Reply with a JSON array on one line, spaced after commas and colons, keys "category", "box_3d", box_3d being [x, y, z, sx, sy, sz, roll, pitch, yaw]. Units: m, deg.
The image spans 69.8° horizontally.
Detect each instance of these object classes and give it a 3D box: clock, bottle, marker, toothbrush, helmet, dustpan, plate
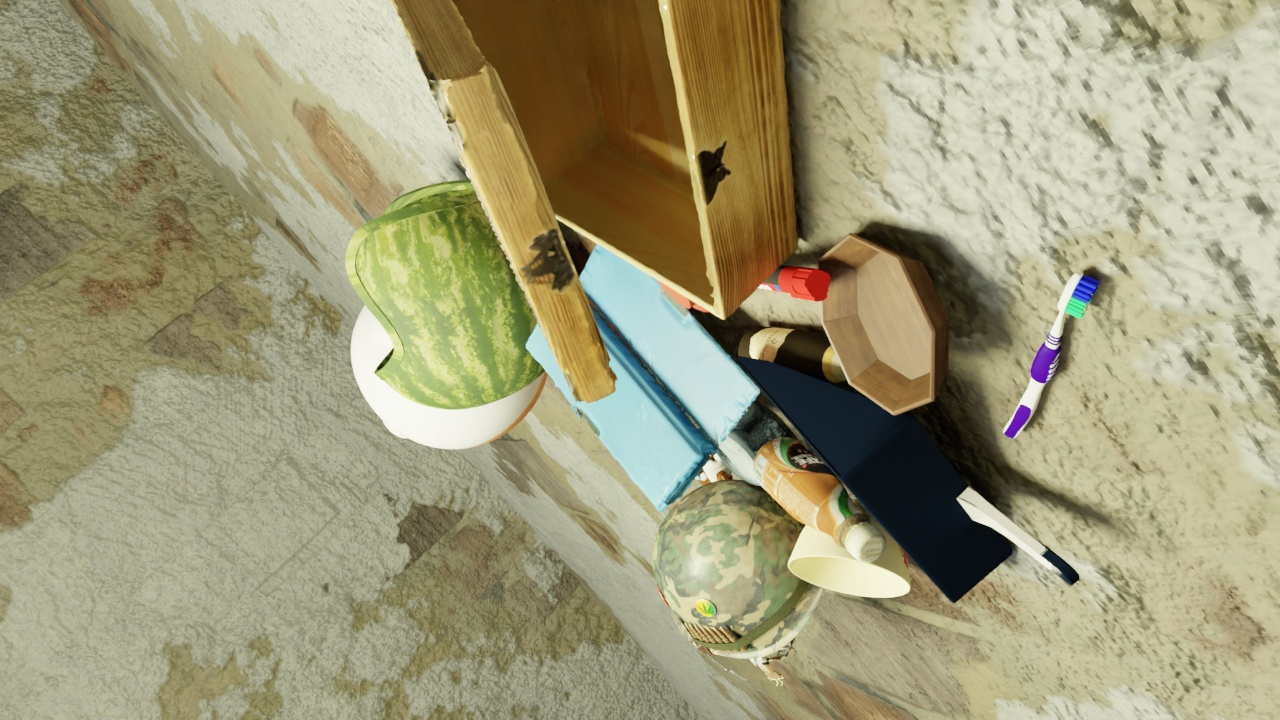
[{"category": "clock", "box_3d": [0.111, 0.076, 0.976, 0.129, 0.052, 0.090, 57, 159, -16]}, {"category": "bottle", "box_3d": [0.152, 0.001, 0.744, 0.045, 0.045, 0.185, 55, 159, -24]}, {"category": "marker", "box_3d": [0.103, -0.064, 0.714, 0.145, 0.021, 0.023, -155, 48, -70]}, {"category": "bottle", "box_3d": [0.170, 0.132, 0.869, 0.059, 0.059, 0.167, 59, 172, -33]}, {"category": "toothbrush", "box_3d": [0.256, 0.004, 0.582, 0.016, 0.015, 0.187, 31, 157, 25]}, {"category": "helmet", "box_3d": [0.121, 0.242, 1.044, 0.236, 0.192, 0.225, 34, 135, -17]}, {"category": "dustpan", "box_3d": [0.221, 0.103, 0.737, 0.236, 0.080, 0.273, 44, -173, -39]}, {"category": "helmet", "box_3d": [-0.193, -0.069, 1.031, 0.213, 0.243, 0.247, -102, 3, -70]}, {"category": "plate", "box_3d": [0.169, -0.027, 0.631, 0.131, 0.025, 0.131, 57, 158, 36]}]

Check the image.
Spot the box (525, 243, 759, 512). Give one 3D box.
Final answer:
[{"category": "box", "box_3d": [-0.005, 0.005, 0.881, 0.231, 0.033, 0.175, 49, 125, 22]}]

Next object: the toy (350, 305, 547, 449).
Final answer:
[{"category": "toy", "box_3d": [-0.256, -0.001, 1.271, 0.263, 0.265, 0.281, 41, 177, 21]}]

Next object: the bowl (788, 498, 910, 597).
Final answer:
[{"category": "bowl", "box_3d": [0.212, 0.181, 0.914, 0.118, 0.073, 0.118, 13, 154, 6]}]

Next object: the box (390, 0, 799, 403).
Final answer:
[{"category": "box", "box_3d": [-0.063, -0.162, 0.621, 0.259, 0.220, 0.279, 36, 160, 33]}]

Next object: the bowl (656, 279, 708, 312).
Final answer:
[{"category": "bowl", "box_3d": [0.032, -0.085, 0.796, 0.122, 0.035, 0.122, 49, 175, 6]}]

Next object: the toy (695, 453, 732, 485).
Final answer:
[{"category": "toy", "box_3d": [0.074, 0.121, 1.120, 0.112, 0.067, 0.087, 62, 158, -8]}]

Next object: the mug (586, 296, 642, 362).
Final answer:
[{"category": "mug", "box_3d": [-0.035, -0.023, 0.983, 0.096, 0.112, 0.078, 39, 157, 20]}]

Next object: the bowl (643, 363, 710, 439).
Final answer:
[{"category": "bowl", "box_3d": [0.034, 0.030, 0.930, 0.117, 0.117, 0.061, 26, 162, 46]}]
